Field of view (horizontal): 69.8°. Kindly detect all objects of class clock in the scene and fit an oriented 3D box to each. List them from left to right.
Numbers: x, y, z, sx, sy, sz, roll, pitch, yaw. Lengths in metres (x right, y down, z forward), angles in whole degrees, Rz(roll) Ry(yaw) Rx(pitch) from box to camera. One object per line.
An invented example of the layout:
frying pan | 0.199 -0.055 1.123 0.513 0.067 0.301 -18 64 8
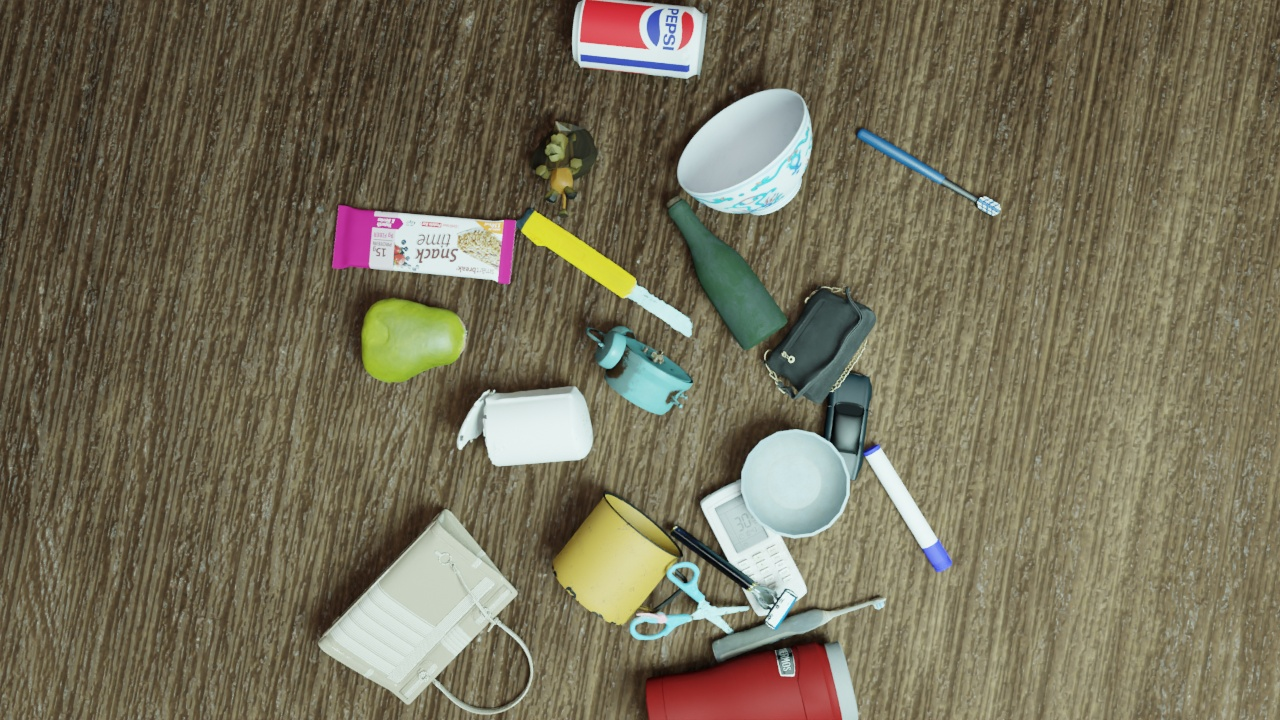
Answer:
clock | -0.006 0.005 0.935 0.124 0.090 0.053 33 100 3

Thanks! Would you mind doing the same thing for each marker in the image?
marker | 0.276 0.151 0.947 0.020 0.020 0.141 -31 87 2

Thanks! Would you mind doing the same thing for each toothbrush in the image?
toothbrush | 0.164 0.273 0.949 0.185 0.022 0.024 -19 92 1
toothbrush | 0.300 -0.197 0.958 0.168 0.014 0.014 31 101 4

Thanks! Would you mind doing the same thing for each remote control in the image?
remote control | 0.117 0.193 0.951 0.060 0.025 0.138 -27 87 2

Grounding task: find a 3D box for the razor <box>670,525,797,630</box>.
razor | 0.090 0.213 0.932 0.144 0.022 0.042 34 85 22

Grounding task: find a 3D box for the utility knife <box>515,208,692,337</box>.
utility knife | -0.037 -0.092 0.973 0.224 0.019 0.030 35 96 9

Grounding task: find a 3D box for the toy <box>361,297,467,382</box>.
toy | -0.238 -0.021 0.967 0.110 0.051 0.090 1 91 1

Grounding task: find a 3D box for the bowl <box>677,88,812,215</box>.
bowl | 0.117 -0.196 0.928 0.144 0.144 0.074 -42 126 1

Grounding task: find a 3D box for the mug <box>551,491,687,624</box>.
mug | -0.016 0.208 0.924 0.123 0.100 0.094 38 92 -3

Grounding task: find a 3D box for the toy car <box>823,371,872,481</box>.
toy car | 0.211 0.067 0.945 0.046 0.034 0.112 8 88 4

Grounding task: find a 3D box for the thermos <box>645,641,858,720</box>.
thermos | 0.113 0.350 0.922 0.199 0.084 0.108 -13 106 5

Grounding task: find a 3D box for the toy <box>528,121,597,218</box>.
toy | -0.081 -0.198 0.955 0.076 0.062 0.100 -6 69 21

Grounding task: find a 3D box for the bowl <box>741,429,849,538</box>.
bowl | 0.155 0.123 0.923 0.106 0.039 0.106 -1 85 8

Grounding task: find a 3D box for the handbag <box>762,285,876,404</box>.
handbag | 0.181 -0.020 0.935 0.079 0.054 0.128 34 89 34

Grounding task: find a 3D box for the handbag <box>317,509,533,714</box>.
handbag | -0.199 0.290 0.963 0.198 0.062 0.175 44 91 -5

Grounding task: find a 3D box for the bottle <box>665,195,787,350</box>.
bottle | 0.081 -0.096 0.949 0.055 0.055 0.174 -34 85 2

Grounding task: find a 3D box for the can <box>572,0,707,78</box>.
can | 0.000 -0.335 0.952 0.132 0.070 0.070 7 89 4

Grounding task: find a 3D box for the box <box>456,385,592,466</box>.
box | -0.124 0.064 0.946 0.143 0.080 0.089 -8 103 4

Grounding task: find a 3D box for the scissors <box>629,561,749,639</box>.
scissors | 0.058 0.239 0.922 0.140 0.015 0.111 0 114 -30

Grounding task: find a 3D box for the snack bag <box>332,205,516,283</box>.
snack bag | -0.233 -0.125 0.986 0.196 0.016 0.070 6 90 5
